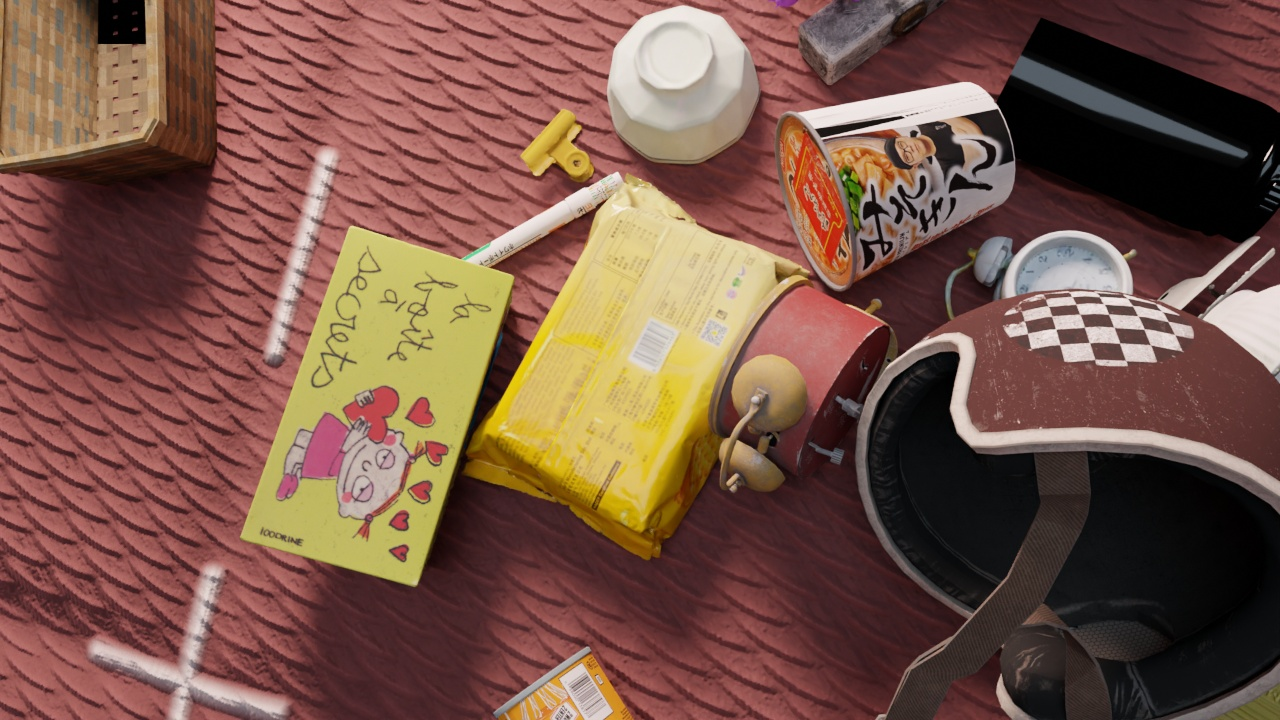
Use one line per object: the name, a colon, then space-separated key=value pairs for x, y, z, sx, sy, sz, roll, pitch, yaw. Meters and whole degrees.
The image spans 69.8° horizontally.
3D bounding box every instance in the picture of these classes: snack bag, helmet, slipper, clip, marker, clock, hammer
snack bag: x=-0.004 y=0.004 z=0.638 sx=0.159 sy=0.068 sz=0.247 roll=27 pitch=86 yaw=12
helmet: x=0.227 y=0.087 z=0.495 sx=0.234 sy=0.252 sz=0.233 roll=-8 pitch=115 yaw=20
slipper: x=0.386 y=0.201 z=0.539 sx=0.081 sy=0.092 sz=0.190 roll=19 pitch=94 yaw=-27
clip: x=-0.058 y=-0.157 z=0.703 sx=0.049 sy=0.044 sz=0.054 roll=43 pitch=87 yaw=-22
marker: x=-0.077 y=-0.101 z=0.695 sx=0.145 sy=0.017 sz=0.017 roll=-29 pitch=77 yaw=4
clock: x=0.100 y=0.025 z=0.574 sx=0.081 sy=0.117 sz=0.158 roll=31 pitch=48 yaw=24
clip: x=0.349 y=-0.039 z=0.592 sx=0.102 sy=0.056 sz=0.046 roll=-44 pitch=80 yaw=7
hammer: x=0.144 y=-0.384 z=0.699 sx=0.218 sy=0.037 sz=0.300 roll=-36 pitch=76 yaw=2
clock: x=0.263 y=-0.042 z=0.608 sx=0.118 sy=0.057 sz=0.083 roll=-1 pitch=80 yaw=17

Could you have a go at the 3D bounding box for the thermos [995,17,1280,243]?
thermos: x=0.334 y=-0.144 z=0.597 sx=0.198 sy=0.086 sz=0.086 roll=28 pitch=85 yaw=13

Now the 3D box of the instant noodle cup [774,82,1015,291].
instant noodle cup: x=0.170 y=-0.124 z=0.613 sx=0.121 sy=0.124 sz=0.123 roll=-20 pitch=77 yaw=-4

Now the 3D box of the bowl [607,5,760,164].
bowl: x=0.028 y=-0.210 z=0.675 sx=0.117 sy=0.061 sz=0.117 roll=-2 pitch=79 yaw=9

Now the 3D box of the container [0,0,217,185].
container: x=-0.433 y=-0.269 z=0.698 sx=0.158 sy=0.186 sz=0.249 roll=-8 pitch=79 yaw=8

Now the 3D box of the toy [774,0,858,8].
toy: x=0.129 y=-0.278 z=0.617 sx=0.056 sy=0.088 sz=0.106 roll=40 pitch=88 yaw=9

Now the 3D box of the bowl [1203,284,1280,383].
bowl: x=0.380 y=-0.003 z=0.561 sx=0.118 sy=0.118 sz=0.062 roll=-39 pitch=47 yaw=1

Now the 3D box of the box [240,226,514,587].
box: x=-0.175 y=0.031 z=0.639 sx=0.124 sy=0.082 sz=0.221 roll=20 pitch=83 yaw=-6

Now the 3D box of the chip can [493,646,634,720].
chip can: x=-0.005 y=0.296 z=0.583 sx=0.075 sy=0.075 sz=0.215 roll=-36 pitch=76 yaw=2
